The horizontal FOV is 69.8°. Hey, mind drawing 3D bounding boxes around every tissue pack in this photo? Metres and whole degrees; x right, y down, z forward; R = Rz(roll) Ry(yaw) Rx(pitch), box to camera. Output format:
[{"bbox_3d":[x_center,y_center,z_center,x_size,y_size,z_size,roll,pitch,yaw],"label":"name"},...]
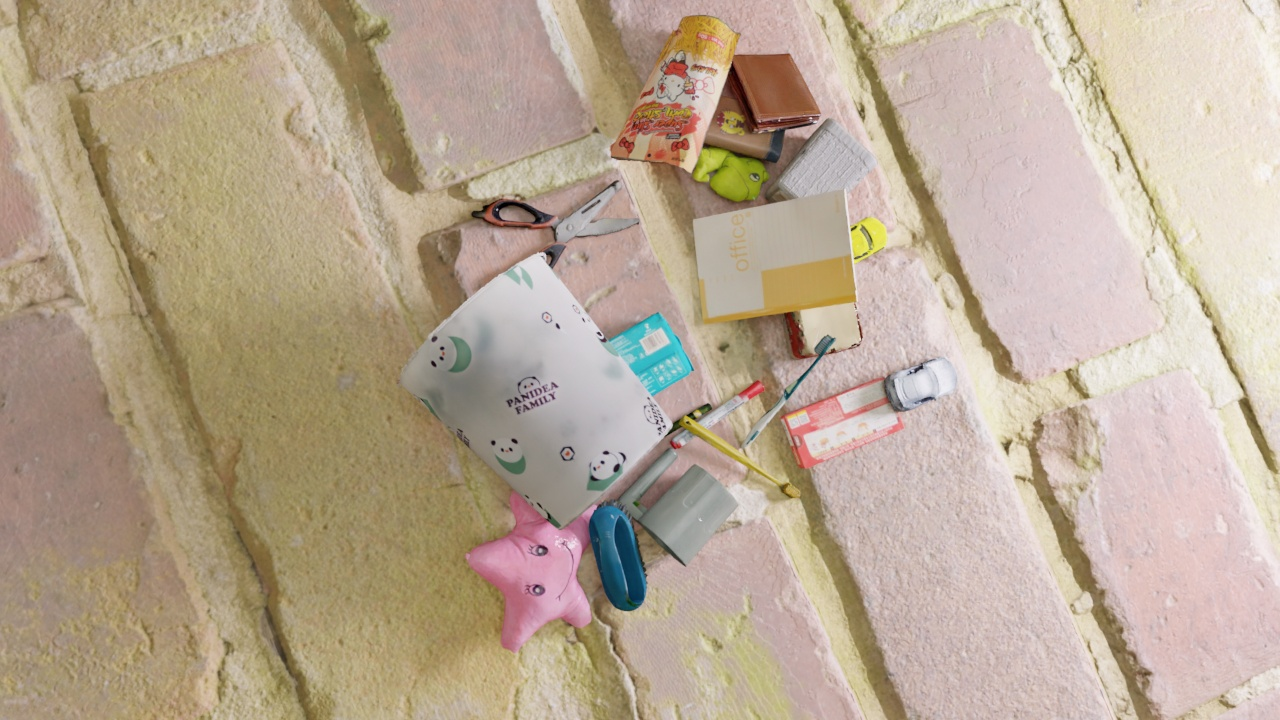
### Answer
[{"bbox_3d":[-0.007,0.007,1.181,0.133,0.050,0.093,-30,91,-9],"label":"tissue pack"}]

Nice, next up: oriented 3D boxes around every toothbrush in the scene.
[{"bbox_3d":[0.187,0.042,1.186,0.018,0.016,0.192,40,107,7],"label":"toothbrush"},{"bbox_3d":[0.131,0.127,1.196,0.190,0.017,0.015,34,83,-10],"label":"toothbrush"},{"bbox_3d":[0.015,0.107,1.194,0.185,0.012,0.017,-30,95,-10],"label":"toothbrush"}]

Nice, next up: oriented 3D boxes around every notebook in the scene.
[{"bbox_3d":[0.170,-0.131,1.185,0.207,0.010,0.146,-7,85,25],"label":"notebook"}]

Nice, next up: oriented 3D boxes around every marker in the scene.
[{"bbox_3d":[0.101,0.072,1.207,0.145,0.017,0.017,-33,90,-9],"label":"marker"}]

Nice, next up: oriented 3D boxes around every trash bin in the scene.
[{"bbox_3d":[-0.113,0.043,1.069,0.229,0.230,0.252,-43,90,-10],"label":"trash bin"}]

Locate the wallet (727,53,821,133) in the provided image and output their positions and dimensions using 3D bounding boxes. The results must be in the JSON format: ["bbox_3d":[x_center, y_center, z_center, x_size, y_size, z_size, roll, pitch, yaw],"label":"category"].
[{"bbox_3d":[0.177,-0.362,1.229,0.101,0.032,0.124,-10,65,-19],"label":"wallet"}]

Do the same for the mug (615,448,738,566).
[{"bbox_3d":[0.047,0.182,1.164,0.124,0.084,0.103,40,78,23],"label":"mug"}]

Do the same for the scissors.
[{"bbox_3d":[-0.115,-0.166,1.200,0.226,0.015,0.189,15,83,-6],"label":"scissors"}]

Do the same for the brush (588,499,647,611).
[{"bbox_3d":[-0.028,0.246,1.127,0.055,0.073,0.144,-10,106,10],"label":"brush"}]

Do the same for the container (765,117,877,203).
[{"bbox_3d":[0.236,-0.242,1.222,0.090,0.090,0.114,42,84,-2],"label":"container"}]

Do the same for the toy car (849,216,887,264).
[{"bbox_3d":[0.281,-0.153,1.186,0.105,0.032,0.048,-28,89,-26],"label":"toy car"}]

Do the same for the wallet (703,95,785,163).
[{"bbox_3d":[0.136,-0.315,1.233,0.115,0.033,0.090,14,61,-5],"label":"wallet"}]

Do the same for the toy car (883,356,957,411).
[{"bbox_3d":[0.379,0.031,1.230,0.120,0.037,0.054,-17,85,-28],"label":"toy car"}]

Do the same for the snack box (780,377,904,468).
[{"bbox_3d":[0.270,0.083,1.225,0.152,0.025,0.075,-21,88,-10],"label":"snack box"}]

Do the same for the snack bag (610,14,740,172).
[{"bbox_3d":[0.049,-0.348,1.208,0.129,0.073,0.207,17,77,30],"label":"snack bag"}]

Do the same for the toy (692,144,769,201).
[{"bbox_3d":[0.119,-0.252,1.233,0.096,0.031,0.100,-29,83,-14],"label":"toy"}]

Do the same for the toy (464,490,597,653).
[{"bbox_3d":[-0.133,0.258,1.121,0.178,0.075,0.194,13,79,-28],"label":"toy"}]

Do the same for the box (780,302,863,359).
[{"bbox_3d":[0.231,-0.090,1.210,0.091,0.078,0.168,-10,85,-10],"label":"box"}]
